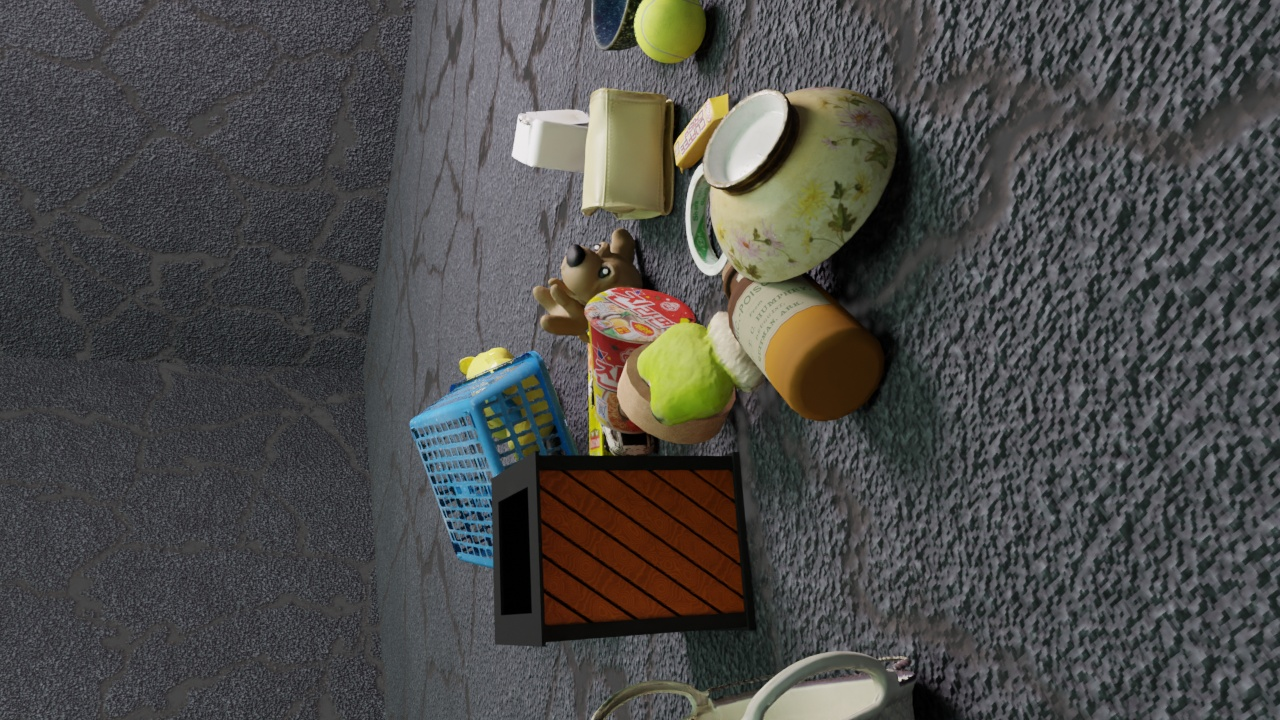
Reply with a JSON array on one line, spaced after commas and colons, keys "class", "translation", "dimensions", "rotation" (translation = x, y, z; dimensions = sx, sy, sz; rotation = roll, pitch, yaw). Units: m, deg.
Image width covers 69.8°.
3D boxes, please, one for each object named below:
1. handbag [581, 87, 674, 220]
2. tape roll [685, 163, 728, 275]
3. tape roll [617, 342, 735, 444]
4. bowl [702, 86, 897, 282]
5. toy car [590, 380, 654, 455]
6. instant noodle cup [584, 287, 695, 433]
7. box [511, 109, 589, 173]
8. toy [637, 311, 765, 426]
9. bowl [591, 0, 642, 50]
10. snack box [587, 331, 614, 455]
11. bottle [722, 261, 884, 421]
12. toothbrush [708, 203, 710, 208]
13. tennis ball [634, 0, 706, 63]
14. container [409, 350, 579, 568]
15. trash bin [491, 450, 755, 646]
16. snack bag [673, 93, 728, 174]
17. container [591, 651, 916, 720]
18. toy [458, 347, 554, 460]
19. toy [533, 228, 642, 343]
[{"class": "handbag", "translation": [-0.016, -0.204, 0.915], "dimensions": [0.111, 0.081, 0.119], "rotation": [-165, 77, -75]}, {"class": "tape roll", "translation": [0.064, -0.119, 0.768], "dimensions": [0.094, 0.018, 0.094], "rotation": [174, 90, -69]}, {"class": "tape roll", "translation": [0.029, 0.025, 0.753], "dimensions": [0.094, 0.094, 0.027], "rotation": [-111, 32, -44]}, {"class": "bowl", "translation": [0.088, -0.128, 0.596], "dimensions": [0.146, 0.063, 0.145], "rotation": [-31, 44, 35]}, {"class": "toy car", "translation": [-0.019, 0.051, 0.924], "dimensions": [0.112, 0.048, 0.041], "rotation": [-111, 27, -43]}, {"class": "instant noodle cup", "translation": [-0.005, 0.005, 0.852], "dimensions": [0.100, 0.100, 0.113], "rotation": [-123, 33, -54]}, {"class": "box", "translation": [-0.093, -0.272, 1.072], "dimensions": [0.107, 0.102, 0.095], "rotation": [-141, 58, -64]}, {"class": "toy", "translation": [0.056, 0.000, 0.699], "dimensions": [0.043, 0.118, 0.092], "rotation": [54, -168, -43]}, {"class": "bowl", "translation": [-0.003, -0.365, 0.915], "dimensions": [0.114, 0.060, 0.114], "rotation": [180, 90, -68]}, {"class": "snack box", "translation": [-0.037, 0.038, 0.996], "dimensions": [0.040, 0.029, 0.148], "rotation": [157, 113, -66]}, {"class": "bottle", "translation": [0.098, -0.028, 0.626], "dimensions": [0.157, 0.067, 0.068], "rotation": [-121, 40, -54]}, {"class": "toothbrush", "translation": [0.092, -0.154, 0.730], "dimensions": [0.168, 0.013, 0.012], "rotation": [148, 121, -66]}, {"class": "tennis ball", "translation": [0.027, -0.303, 0.830], "dimensions": [0.065, 0.065, 0.065], "rotation": [-178, 90, -68]}, {"class": "container", "translation": [-0.177, 0.143, 1.115], "dimensions": [0.363, 0.089, 0.257], "rotation": [-17, 93, 63]}, {"class": "trash bin", "translation": [-0.021, 0.156, 0.758], "dimensions": [0.140, 0.171, 0.139], "rotation": [145, 124, -63]}, {"class": "snack bag", "translation": [0.053, -0.201, 0.816], "dimensions": [0.099, 0.020, 0.026], "rotation": [140, 127, -61]}, {"class": "container", "translation": [0.060, 0.261, 0.554], "dimensions": [0.252, 0.184, 0.143], "rotation": [-44, 57, 58]}, {"class": "toy", "translation": [-0.180, 0.053, 1.261], "dimensions": [0.214, 0.083, 0.149], "rotation": [0, 107, 69]}, {"class": "toy", "translation": [-0.050, -0.071, 0.935], "dimensions": [0.108, 0.105, 0.134], "rotation": [-39, 42, 19]}]
